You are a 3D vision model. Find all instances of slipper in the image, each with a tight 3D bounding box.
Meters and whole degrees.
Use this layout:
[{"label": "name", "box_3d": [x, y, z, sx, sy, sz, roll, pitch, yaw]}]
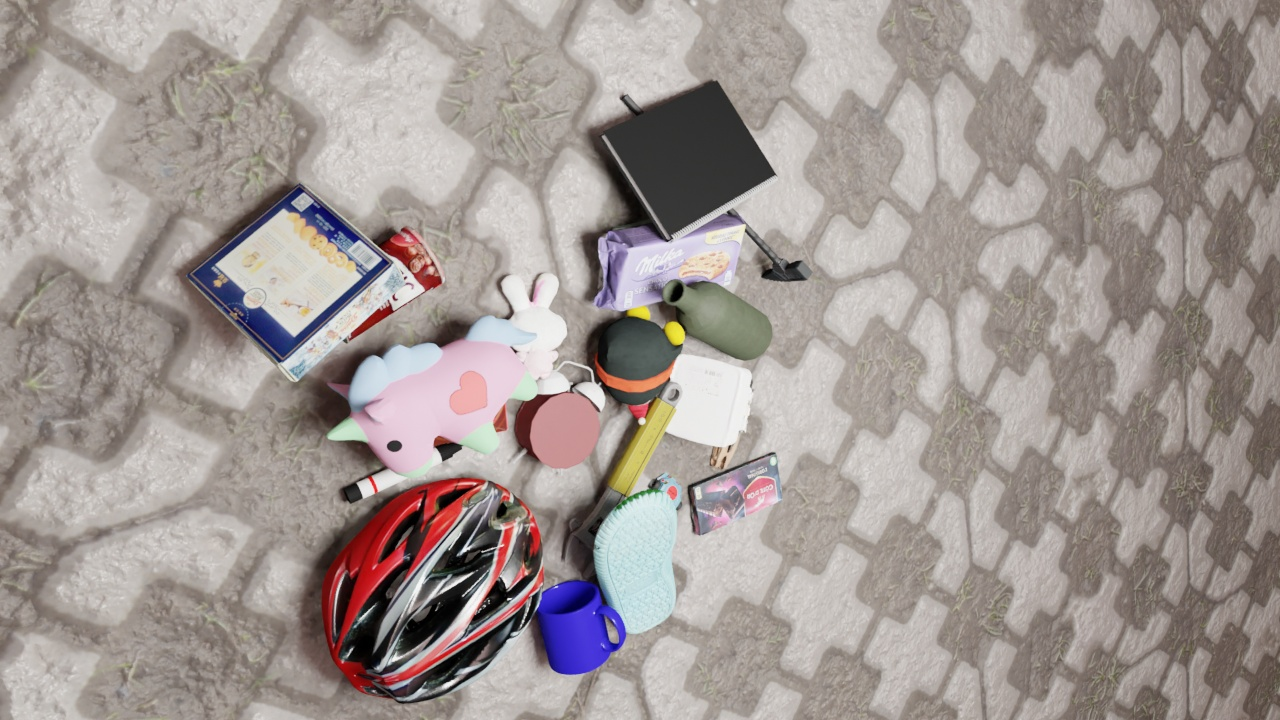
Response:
[{"label": "slipper", "box_3d": [-0.009, 0.248, 1.150, 0.115, 0.069, 0.277, -25, 137, -18]}]

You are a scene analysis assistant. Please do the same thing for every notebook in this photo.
[{"label": "notebook", "box_3d": [0.064, -0.244, 1.111, 0.206, 0.016, 0.149, -34, 93, -35]}]

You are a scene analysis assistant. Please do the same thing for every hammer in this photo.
[{"label": "hammer", "box_3d": [0.088, -0.213, 1.164, 0.325, 0.095, 0.015, 43, 75, -20]}]

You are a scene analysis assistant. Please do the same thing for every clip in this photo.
[{"label": "clip", "box_3d": [0.113, 0.118, 1.254, 0.047, 0.025, 0.062, -15, 113, -25]}, {"label": "clip", "box_3d": [-0.001, -0.159, 1.136, 0.076, 0.023, 0.047, -16, 105, -31]}]

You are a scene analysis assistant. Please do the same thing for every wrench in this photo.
[{"label": "wrench", "box_3d": [-0.017, 0.149, 1.156, 0.083, 0.018, 0.273, 28, 93, -33]}]

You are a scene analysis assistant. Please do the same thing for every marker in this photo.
[{"label": "marker", "box_3d": [-0.259, 0.121, 1.026, 0.145, 0.019, 0.019, -24, 110, -26]}]

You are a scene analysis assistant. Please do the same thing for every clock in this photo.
[{"label": "clock", "box_3d": [-0.096, 0.069, 1.100, 0.096, 0.048, 0.137, 19, 88, -33]}]

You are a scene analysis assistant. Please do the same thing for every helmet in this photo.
[{"label": "helmet", "box_3d": [-0.211, 0.251, 1.011, 0.271, 0.167, 0.217, -43, 121, -32]}]

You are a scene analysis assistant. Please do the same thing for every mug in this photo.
[{"label": "mug", "box_3d": [-0.069, 0.329, 1.128, 0.079, 0.111, 0.083, -37, 120, -57]}]

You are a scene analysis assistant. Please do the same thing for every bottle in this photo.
[{"label": "bottle", "box_3d": [0.092, -0.056, 1.141, 0.206, 0.071, 0.071, 23, 85, -55]}]

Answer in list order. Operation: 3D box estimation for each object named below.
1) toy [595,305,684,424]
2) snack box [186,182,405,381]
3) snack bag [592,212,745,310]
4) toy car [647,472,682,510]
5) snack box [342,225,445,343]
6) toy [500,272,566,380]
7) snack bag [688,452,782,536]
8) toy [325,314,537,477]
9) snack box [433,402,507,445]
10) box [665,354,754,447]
[{"label": "toy", "box_3d": [-0.007, 0.006, 1.123, 0.099, 0.097, 0.119, -31, 137, -36]}, {"label": "snack box", "box_3d": [-0.330, -0.078, 0.884, 0.144, 0.144, 0.043, -46, 163, -16]}, {"label": "snack bag", "box_3d": [0.033, -0.127, 1.126, 0.205, 0.058, 0.097, -14, 136, -29]}, {"label": "toy car", "box_3d": [0.020, 0.202, 1.207, 0.060, 0.027, 0.107, 46, 74, -29]}, {"label": "snack box", "box_3d": [-0.273, -0.079, 0.952, 0.121, 0.072, 0.072, -37, 115, -21]}, {"label": "toy", "box_3d": [-0.124, -0.039, 1.068, 0.075, 0.037, 0.125, -7, 88, -26]}, {"label": "snack bag", "box_3d": [0.134, 0.185, 1.282, 0.154, 0.018, 0.075, -18, 106, -30]}, {"label": "toy", "box_3d": [-0.209, 0.026, 0.967, 0.222, 0.120, 0.171, -53, 128, -13]}, {"label": "snack box", "box_3d": [-0.218, 0.048, 1.038, 0.132, 0.021, 0.089, -10, 103, -30]}, {"label": "box", "box_3d": [0.101, 0.053, 1.209, 0.130, 0.103, 0.110, 0, 103, -69]}]
